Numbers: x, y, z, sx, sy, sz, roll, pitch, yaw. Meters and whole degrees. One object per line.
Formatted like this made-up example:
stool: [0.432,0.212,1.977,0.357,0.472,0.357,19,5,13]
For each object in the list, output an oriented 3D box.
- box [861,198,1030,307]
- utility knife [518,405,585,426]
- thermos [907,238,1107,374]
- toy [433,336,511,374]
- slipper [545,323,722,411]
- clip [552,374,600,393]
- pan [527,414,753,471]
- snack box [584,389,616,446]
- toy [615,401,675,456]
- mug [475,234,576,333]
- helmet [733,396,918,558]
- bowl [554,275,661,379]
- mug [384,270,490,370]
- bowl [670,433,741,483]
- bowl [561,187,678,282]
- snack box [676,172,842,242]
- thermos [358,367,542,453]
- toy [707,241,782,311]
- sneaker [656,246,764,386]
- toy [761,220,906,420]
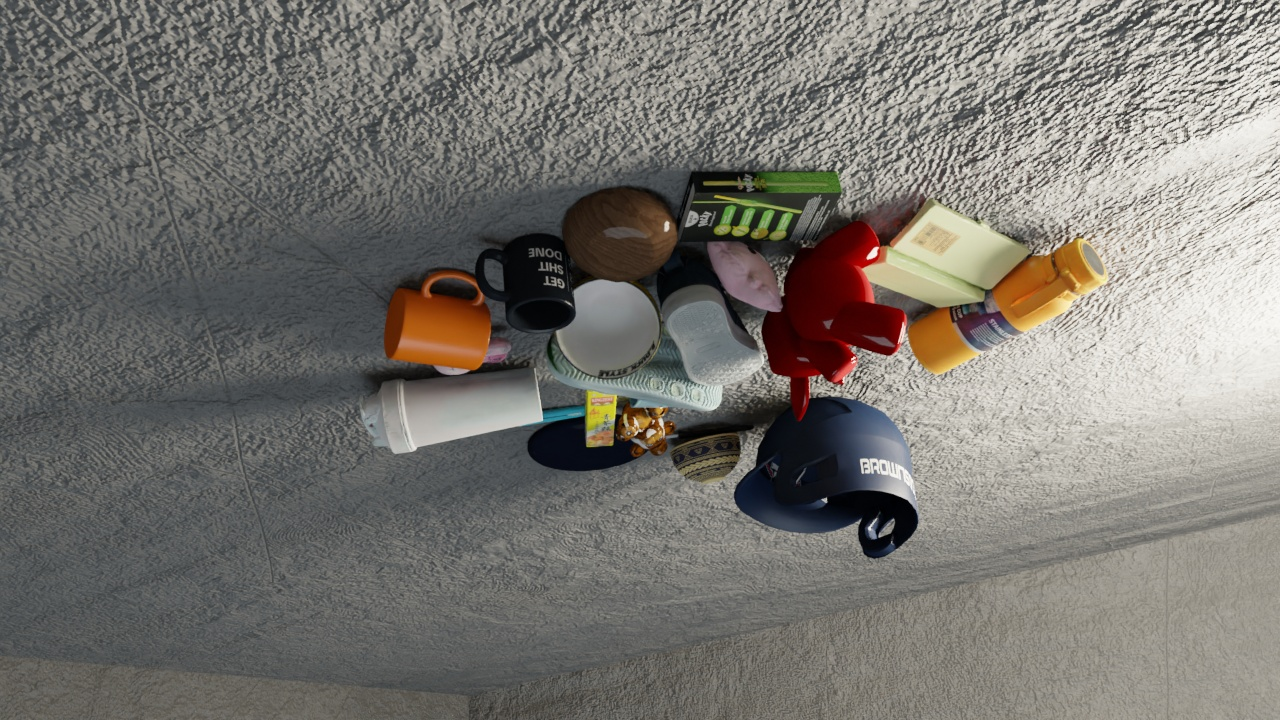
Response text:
box: [0.338,-0.109,1.043,0.187,0.047,0.141,15,143,-36]
utility knife: [-0.119,0.076,1.312,0.123,0.015,0.022,-9,130,-1]
thermos: [0.441,-0.058,1.111,0.076,0.091,0.233,34,136,-23]
toy: [-0.209,-0.009,1.092,0.110,0.047,0.064,-5,161,-11]
slipper: [-0.007,0.007,1.118,0.245,0.104,0.074,8,161,-29]
clip: [-0.059,0.011,1.200,0.102,0.040,0.054,-23,130,28]
pan: [0.003,0.125,1.433,0.356,0.021,0.199,-6,153,-5]
snack box: [-0.056,0.072,1.283,0.040,0.028,0.148,-4,145,-7]
toy: [0.009,0.098,1.328,0.087,0.067,0.113,-35,131,-5]
mug: [-0.119,-0.081,0.938,0.105,0.077,0.071,11,147,-32]
helmet: [0.267,0.170,1.363,0.232,0.222,0.273,33,124,-32]
bowl: [-0.035,-0.045,1.021,0.117,0.067,0.117,1,110,2]
mug: [-0.216,-0.048,0.996,0.095,0.077,0.113,9,121,-29]
bowl: [0.109,0.161,1.457,0.112,0.061,0.112,-12,164,-4]
bowl: [-0.020,-0.117,0.917,0.118,0.030,0.118,-1,139,-1]
snack box: [0.117,-0.153,0.918,0.147,0.025,0.080,-2,152,-10]
thermos: [-0.238,0.063,1.172,0.220,0.099,0.099,-8,153,-6]
toy: [0.116,-0.088,0.977,0.053,0.096,0.099,-45,145,4]
sneaker: [0.074,-0.045,1.050,0.089,0.087,0.235,-22,149,10]
toy: [0.200,-0.042,1.010,0.120,0.158,0.198,-6,154,-17]
